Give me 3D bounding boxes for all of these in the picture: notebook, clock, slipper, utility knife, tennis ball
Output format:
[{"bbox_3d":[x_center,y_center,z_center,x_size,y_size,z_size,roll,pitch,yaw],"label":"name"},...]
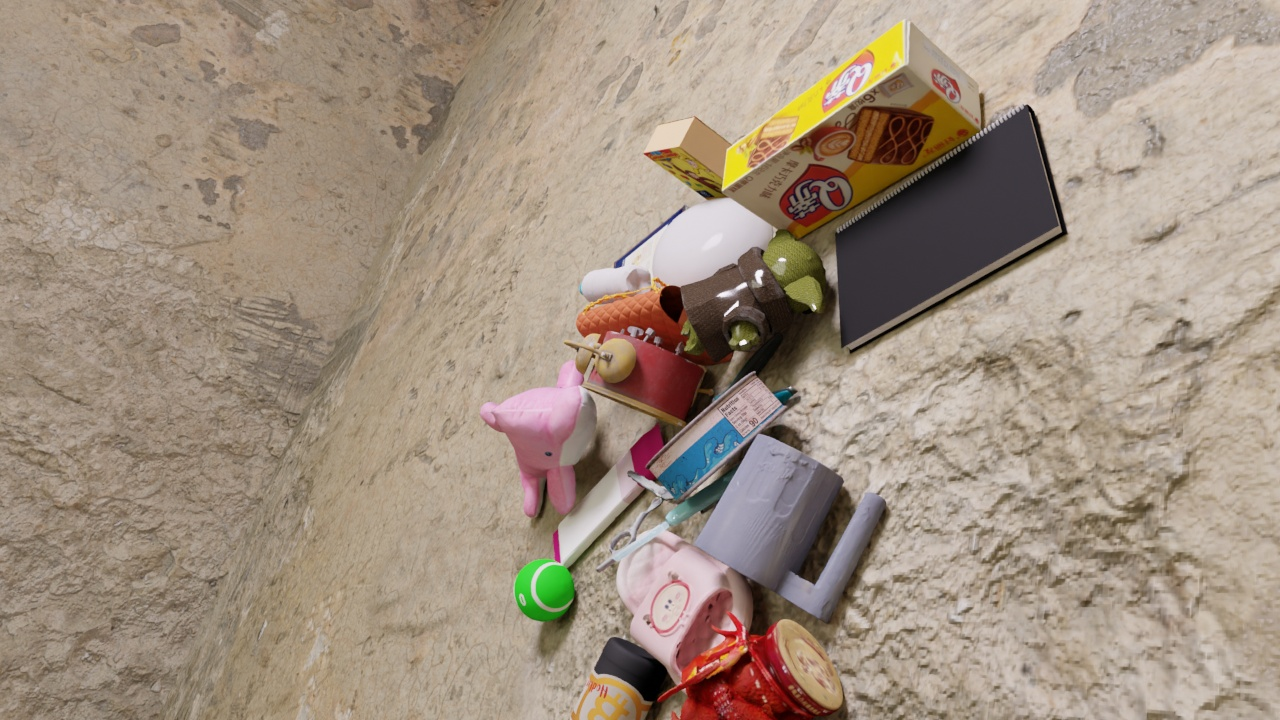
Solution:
[{"bbox_3d":[0.253,-0.111,0.787,0.207,0.016,0.148,-34,37,41],"label":"notebook"},{"bbox_3d":[-0.006,0.006,0.955,0.117,0.158,0.081,13,80,62],"label":"clock"},{"bbox_3d":[0.031,0.208,0.803,0.107,0.055,0.222,-58,24,-1],"label":"slipper"},{"bbox_3d":[0.042,0.135,0.836,0.165,0.015,0.022,-33,34,0],"label":"utility knife"},{"bbox_3d":[-0.103,0.246,0.983,0.066,0.065,0.065,-41,32,33],"label":"tennis ball"}]

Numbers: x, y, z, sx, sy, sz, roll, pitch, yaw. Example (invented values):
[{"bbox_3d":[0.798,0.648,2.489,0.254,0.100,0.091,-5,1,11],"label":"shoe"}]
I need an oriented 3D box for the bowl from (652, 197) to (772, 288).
[{"bbox_3d":[0.072,-0.136,1.037,0.150,0.043,0.149,-21,44,21],"label":"bowl"}]

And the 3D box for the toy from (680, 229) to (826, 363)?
[{"bbox_3d":[0.107,-0.058,0.889,0.153,0.078,0.179,-27,28,12],"label":"toy"}]

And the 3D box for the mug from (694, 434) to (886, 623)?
[{"bbox_3d":[0.118,0.129,0.720,0.124,0.084,0.104,25,82,39],"label":"mug"}]

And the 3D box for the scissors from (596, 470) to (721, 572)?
[{"bbox_3d":[0.016,0.139,0.883,0.142,0.014,0.174,-2,36,45],"label":"scissors"}]

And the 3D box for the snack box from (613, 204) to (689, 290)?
[{"bbox_3d":[0.019,-0.100,1.146,0.145,0.042,0.144,-35,36,40],"label":"snack box"}]

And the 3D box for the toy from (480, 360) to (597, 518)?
[{"bbox_3d":[-0.127,0.085,1.078,0.266,0.127,0.186,123,155,-64],"label":"toy"}]

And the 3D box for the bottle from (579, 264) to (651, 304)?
[{"bbox_3d":[-0.036,-0.092,1.135,0.136,0.044,0.044,2,64,59],"label":"bottle"}]

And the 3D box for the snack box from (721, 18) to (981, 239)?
[{"bbox_3d":[0.196,-0.210,0.879,0.231,0.110,0.061,-29,43,46],"label":"snack box"}]

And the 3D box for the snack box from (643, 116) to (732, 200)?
[{"bbox_3d":[0.080,-0.229,1.080,0.040,0.125,0.088,-63,27,-6],"label":"snack box"}]

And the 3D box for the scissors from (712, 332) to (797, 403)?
[{"bbox_3d":[0.102,0.032,0.900,0.155,0.019,0.124,-14,51,54],"label":"scissors"}]

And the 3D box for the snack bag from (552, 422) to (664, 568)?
[{"bbox_3d":[-0.036,0.156,1.014,0.197,0.016,0.070,-48,27,21],"label":"snack bag"}]

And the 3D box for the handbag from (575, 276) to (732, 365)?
[{"bbox_3d":[0.016,-0.041,1.019,0.172,0.109,0.060,-11,54,56],"label":"handbag"}]

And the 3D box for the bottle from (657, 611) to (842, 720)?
[{"bbox_3d":[0.075,0.238,0.654,0.111,0.099,0.098,-43,31,21],"label":"bottle"}]

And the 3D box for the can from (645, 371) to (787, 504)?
[{"bbox_3d":[0.067,0.069,0.814,0.130,0.044,0.130,-40,-8,-7],"label":"can"}]

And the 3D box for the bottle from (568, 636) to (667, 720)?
[{"bbox_3d":[-0.041,0.335,0.793,0.181,0.059,0.059,-63,27,-7],"label":"bottle"}]
